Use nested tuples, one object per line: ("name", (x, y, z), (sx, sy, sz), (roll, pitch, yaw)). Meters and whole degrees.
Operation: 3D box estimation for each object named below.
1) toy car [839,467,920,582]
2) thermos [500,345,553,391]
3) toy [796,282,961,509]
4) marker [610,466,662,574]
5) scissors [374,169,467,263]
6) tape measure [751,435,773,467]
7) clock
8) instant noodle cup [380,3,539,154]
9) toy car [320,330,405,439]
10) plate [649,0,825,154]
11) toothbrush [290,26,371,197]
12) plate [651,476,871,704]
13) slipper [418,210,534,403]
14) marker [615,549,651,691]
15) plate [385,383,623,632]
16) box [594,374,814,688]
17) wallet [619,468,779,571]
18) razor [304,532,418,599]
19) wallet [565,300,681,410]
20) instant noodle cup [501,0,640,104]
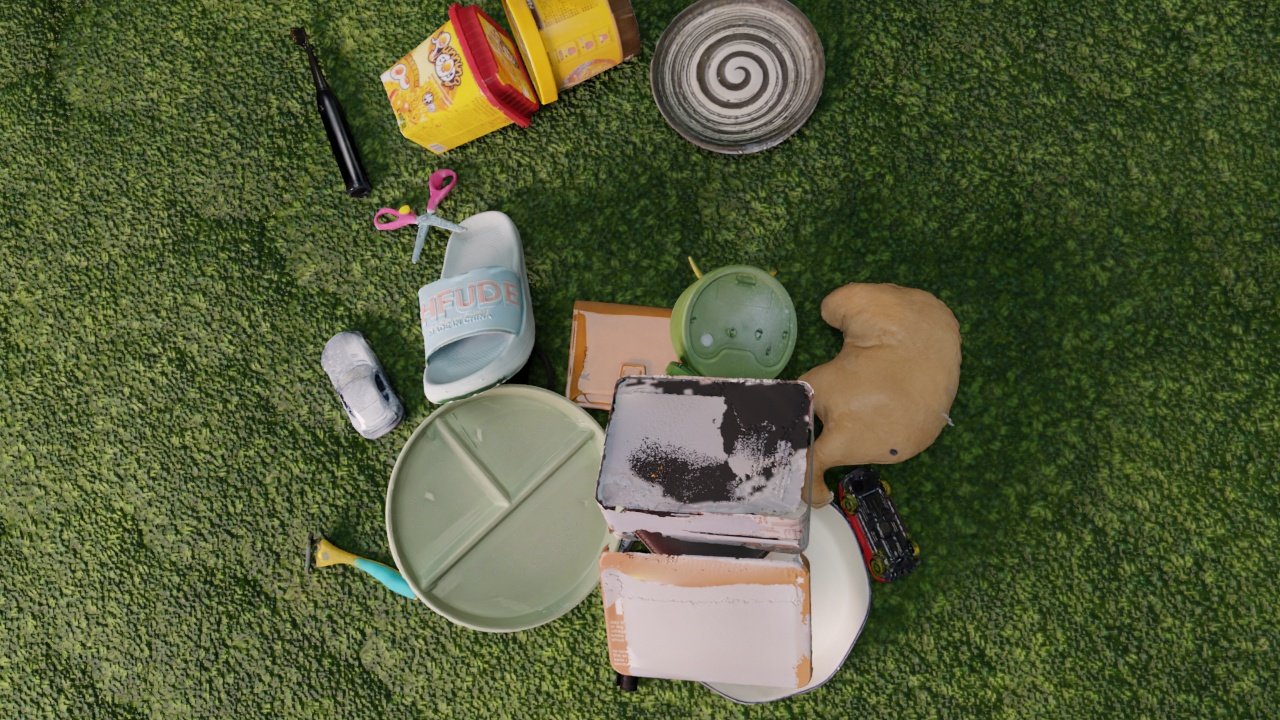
("toy car", (0.220, 0.152, 0.856), (0.049, 0.031, 0.106), (-19, 81, -25))
("thermos", (-0.148, 0.099, 0.903), (0.090, 0.068, 0.242), (13, 83, -4))
("toy", (0.215, 0.032, 0.840), (0.143, 0.082, 0.225), (13, 72, 23))
("marker", (-0.004, 0.159, 0.899), (0.018, 0.015, 0.124), (29, 89, 17))
("scissors", (-0.221, -0.154, 0.954), (0.133, 0.017, 0.131), (19, 64, 35))
("tape measure", (0.109, 0.078, 0.890), (0.058, 0.025, 0.054), (-13, 82, 10))
("clock", (0.082, -0.013, 0.862), (0.116, 0.056, 0.161), (7, 89, -19))
("instant noodle cup", (-0.188, -0.282, 0.947), (0.124, 0.116, 0.116), (-25, 79, 16))
("toy car", (-0.289, 0.024, 0.949), (0.054, 0.037, 0.120), (-32, 76, 2))
("plate", (0.100, -0.295, 0.948), (0.179, 0.024, 0.179), (-1, 80, 8))
("toothbrush", (-0.342, -0.276, 1.004), (0.027, 0.026, 0.212), (-16, 77, -34))
("plate", (0.109, 0.210, 0.860), (0.205, 0.045, 0.204), (-1, 81, 7))
("slipper", (-0.159, -0.065, 0.878), (0.104, 0.074, 0.244), (-14, 48, 11))
("marker", (-0.006, 0.249, 0.884), (0.022, 0.020, 0.132), (1, 82, 33))
("plate", (-0.123, 0.137, 0.863), (0.230, 0.027, 0.230), (1, 86, -21))
("box", (0.058, 0.145, 0.777), (0.179, 0.132, 0.271), (1, 86, 13))
("wallet", (0.053, 0.153, 0.844), (0.096, 0.020, 0.122), (-43, 75, 0))
("razor", (-0.278, 0.211, 0.922), (0.132, 0.028, 0.043), (17, 107, 13))
("wallet", (-0.005, 0.005, 0.901), (0.131, 0.035, 0.119), (5, 85, 4))
("instant noodle cup", (-0.069, -0.338, 0.934), (0.114, 0.118, 0.118), (-23, 79, -3))
